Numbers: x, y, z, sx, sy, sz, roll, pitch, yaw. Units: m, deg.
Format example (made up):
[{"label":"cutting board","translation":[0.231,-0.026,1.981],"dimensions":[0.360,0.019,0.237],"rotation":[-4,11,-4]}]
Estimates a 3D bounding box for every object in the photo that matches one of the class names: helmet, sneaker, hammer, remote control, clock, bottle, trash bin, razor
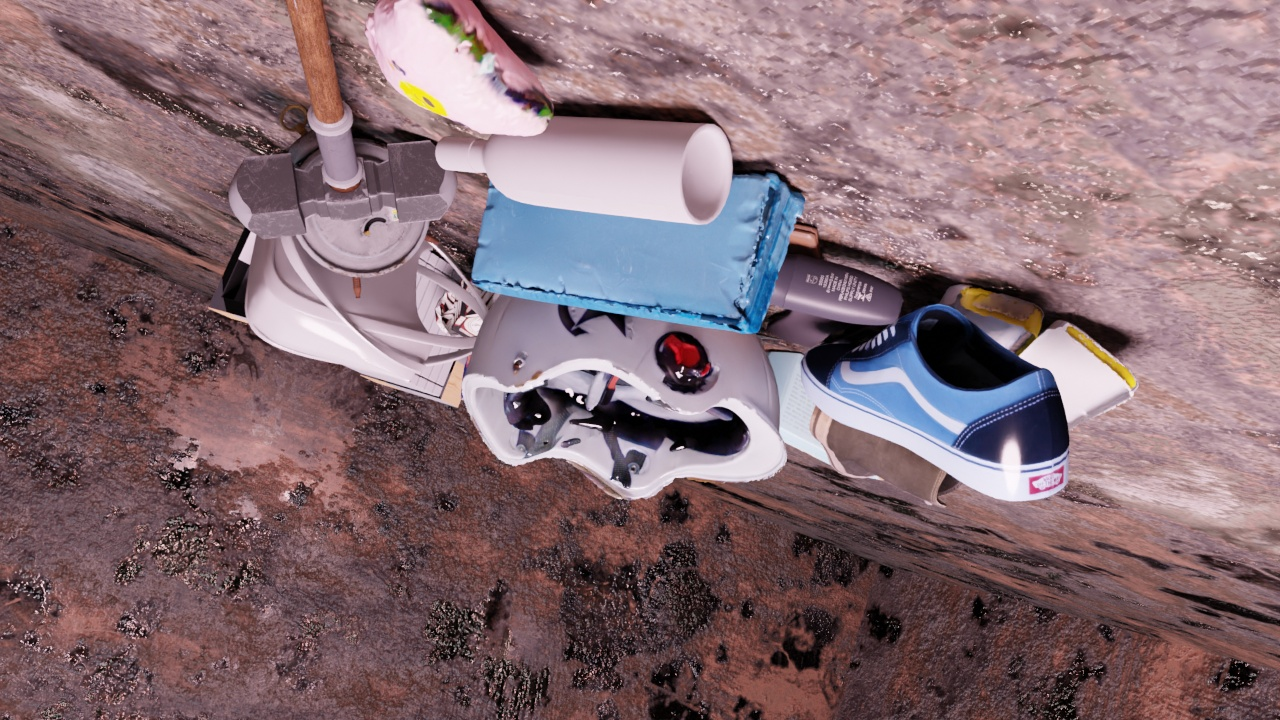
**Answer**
[{"label":"helmet","translation":[-0.005,0.004,0.759],"dimensions":[0.264,0.163,0.237],"rotation":[12,156,-1]},{"label":"sneaker","translation":[0.183,0.000,0.601],"dimensions":[0.083,0.098,0.241],"rotation":[-15,-161,-16]},{"label":"hammer","translation":[-0.182,-0.160,0.523],"dimensions":[0.156,0.043,0.323],"rotation":[-9,165,-14]},{"label":"remote control","translation":[0.136,-0.031,0.742],"dimensions":[0.046,0.009,0.124],"rotation":[21,169,-3]},{"label":"remote control","translation":[0.173,-0.016,0.733],"dimensions":[0.032,0.015,0.136],"rotation":[21,171,-4]},{"label":"clock","translation":[-0.225,-0.129,0.706],"dimensions":[0.148,0.103,0.056],"rotation":[58,164,-23]},{"label":"bottle","translation":[-0.044,-0.114,0.531],"dimensions":[0.195,0.052,0.052],"rotation":[13,168,34]},{"label":"sneaker","translation":[0.236,0.075,0.812],"dimensions":[0.120,0.095,0.234],"rotation":[28,173,26]},{"label":"trash bin","translation":[-0.302,-0.065,1.011],"dimensions":[0.143,0.142,0.247],"rotation":[13,168,34]},{"label":"razor","translation":[0.092,-0.051,0.575],"dimensions":[0.143,0.047,0.052],"rotation":[15,169,11]},{"label":"clock","translation":[-0.151,-0.055,0.970],"dimensions":[0.114,0.065,0.155],"rotation":[20,155,-41]}]

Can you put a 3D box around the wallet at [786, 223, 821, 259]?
[{"label":"wallet","translation":[0.085,-0.069,0.628],"dimensions":[0.087,0.013,0.121],"rotation":[16,165,21]}]

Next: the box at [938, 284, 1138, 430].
[{"label":"box","translation":[0.256,0.008,0.646],"dimensions":[0.130,0.038,0.210],"rotation":[30,171,14]}]

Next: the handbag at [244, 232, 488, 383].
[{"label":"handbag","translation":[-0.227,-0.078,0.825],"dimensions":[0.222,0.215,0.096],"rotation":[20,134,-33]}]

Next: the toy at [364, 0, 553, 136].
[{"label":"toy","translation":[-0.099,-0.151,0.456],"dimensions":[0.093,0.050,0.102],"rotation":[18,167,34]}]

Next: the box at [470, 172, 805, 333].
[{"label":"box","translation":[-0.018,-0.077,0.572],"dimensions":[0.232,0.093,0.048],"rotation":[13,168,39]}]

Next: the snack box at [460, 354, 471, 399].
[{"label":"snack box","translation":[-0.103,0.003,0.948],"dimensions":[0.207,0.057,0.056],"rotation":[-16,151,42]}]

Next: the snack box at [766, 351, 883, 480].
[{"label":"snack box","translation":[0.186,0.057,0.917],"dimensions":[0.174,0.075,0.053],"rotation":[27,168,-34]}]

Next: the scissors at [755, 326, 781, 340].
[{"label":"scissors","translation":[0.028,-0.040,0.877],"dimensions":[0.161,0.016,0.226],"rotation":[26,168,-30]}]
